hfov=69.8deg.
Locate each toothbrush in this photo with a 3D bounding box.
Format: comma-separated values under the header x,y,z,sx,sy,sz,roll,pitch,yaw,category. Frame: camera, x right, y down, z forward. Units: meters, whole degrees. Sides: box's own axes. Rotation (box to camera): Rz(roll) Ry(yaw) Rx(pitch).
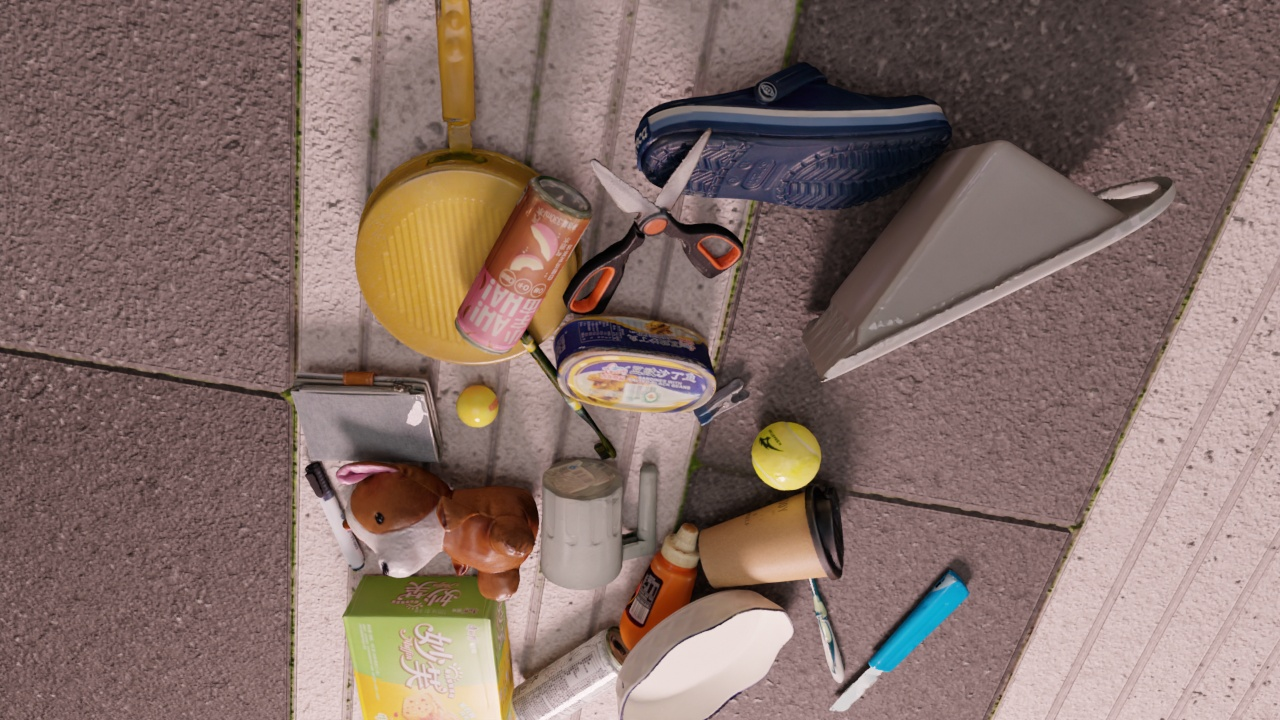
x,y,z,sx,sy,sz,roll,pitch,yaw,category
0.196,0.278,0.987,0.016,0.018,0.192,-15,114,9,toothbrush
-0.070,0.034,0.858,0.017,0.012,0.186,-18,129,19,toothbrush

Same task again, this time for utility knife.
x,y,z,sx,sy,sz,roll,pitch,yaw,category
0.278,0.313,0.999,0.034,0.018,0.224,29,112,-13,utility knife

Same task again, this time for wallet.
x,y,z,sx,sy,sz,roll,pitch,yaw,category
-0.263,0.054,0.890,0.130,0.036,0.107,1,126,3,wallet

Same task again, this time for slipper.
x,y,z,sx,sy,sz,roll,pitch,yaw,category
0.117,-0.182,0.733,0.252,0.105,0.095,-4,72,-12,slipper

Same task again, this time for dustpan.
x,y,z,sx,sy,sz,roll,pitch,yaw,category
0.264,-0.069,0.712,0.142,0.222,0.258,34,102,0,dustpan

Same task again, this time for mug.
x,y,z,sx,sy,sz,roll,pitch,yaw,category
-0.040,0.157,0.913,0.123,0.083,0.103,-9,117,-23,mug

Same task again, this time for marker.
x,y,z,sx,sy,sz,roll,pitch,yaw,category
-0.317,0.164,0.952,0.018,0.022,0.131,-7,114,18,marker

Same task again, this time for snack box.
x,y,z,sx,sy,sz,roll,pitch,yaw,category
-0.225,0.338,1.005,0.158,0.070,0.210,0,116,3,snack box

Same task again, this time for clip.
x,y,z,sx,sy,sz,roll,pitch,yaw,category
0.076,0.039,0.874,0.058,0.025,0.036,-28,118,9,clip

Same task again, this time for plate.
x,y,z,sx,sy,sz,roll,pitch,yaw,category
0.061,0.309,0.943,0.204,0.045,0.205,-21,140,-19,plate

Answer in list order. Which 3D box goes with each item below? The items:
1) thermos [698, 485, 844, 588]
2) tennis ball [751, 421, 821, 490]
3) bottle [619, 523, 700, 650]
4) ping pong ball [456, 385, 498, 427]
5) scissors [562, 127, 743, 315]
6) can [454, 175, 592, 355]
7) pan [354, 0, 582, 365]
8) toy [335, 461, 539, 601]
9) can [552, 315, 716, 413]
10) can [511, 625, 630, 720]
x,y,z,sx,sy,sz,roll,pitch,yaw,category
0.134,0.180,0.909,0.143,0.092,0.093,-17,114,19,thermos
0.138,0.091,0.873,0.065,0.065,0.065,1,115,2,tennis ball
0.027,0.235,0.952,0.066,0.066,0.150,18,108,-6,bottle
-0.156,0.044,0.877,0.040,0.040,0.040,1,115,2,ping pong ball
0.011,-0.104,0.740,0.232,0.021,0.222,7,144,-45,scissors
-0.097,-0.077,0.751,0.058,0.057,0.148,29,116,-11,can
-0.150,-0.162,0.776,0.197,0.078,0.358,-1,122,-3,pan
-0.203,0.165,0.900,0.199,0.130,0.140,22,132,1,toy
-0.005,0.005,0.827,0.148,0.049,0.075,8,129,-16,can
-0.072,0.353,1.011,0.147,0.058,0.058,-37,109,18,can
